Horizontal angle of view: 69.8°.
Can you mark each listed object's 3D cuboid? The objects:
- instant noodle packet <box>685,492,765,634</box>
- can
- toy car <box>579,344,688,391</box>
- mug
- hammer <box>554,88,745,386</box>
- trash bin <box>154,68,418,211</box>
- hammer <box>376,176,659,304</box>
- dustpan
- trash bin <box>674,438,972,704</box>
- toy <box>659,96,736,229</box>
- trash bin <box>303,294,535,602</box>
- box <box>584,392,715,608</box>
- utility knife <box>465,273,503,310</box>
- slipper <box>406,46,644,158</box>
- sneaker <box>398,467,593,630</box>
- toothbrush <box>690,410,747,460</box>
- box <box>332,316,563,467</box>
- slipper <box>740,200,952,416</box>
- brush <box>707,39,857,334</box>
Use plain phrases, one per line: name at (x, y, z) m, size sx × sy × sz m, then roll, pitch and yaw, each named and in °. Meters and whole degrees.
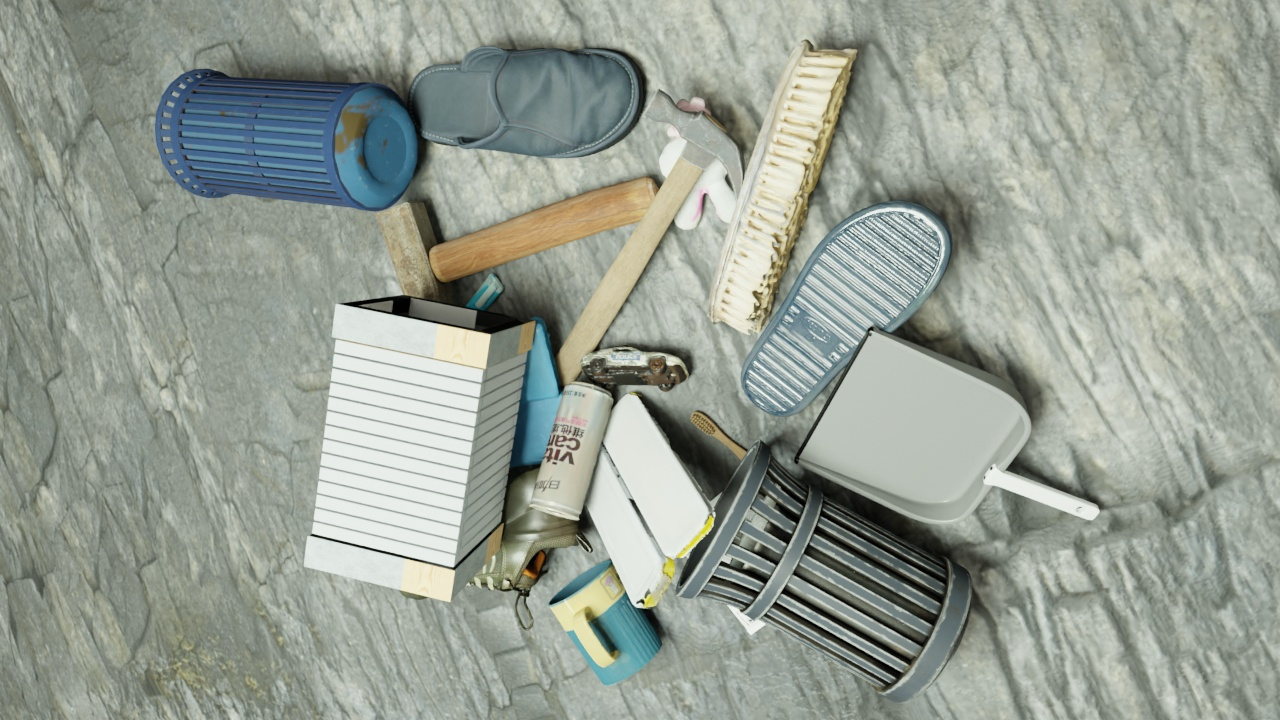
instant noodle packet at (0.102, 0.211, 0.955) m, size 0.087 × 0.026 × 0.134 m, roll -43°, pitch 84°, yaw 22°
can at (-0.070, 0.092, 0.947) m, size 0.054 × 0.054 × 0.135 m, roll 11°, pitch 74°, yaw 18°
toy car at (-0.006, 0.006, 0.948) m, size 0.113 × 0.048 × 0.040 m, roll 1°, pitch 61°, yaw 17°
mug at (-0.040, 0.285, 0.975) m, size 0.083 × 0.113 × 0.107 m, roll -32°, pitch 90°, yaw 9°
hammer at (-0.011, -0.096, 0.910) m, size 0.119 × 0.030 × 0.332 m, roll 30°, pitch 119°, yaw -7°
trash bin at (-0.368, -0.232, 0.973) m, size 0.250 × 0.139 × 0.139 m, roll 10°, pitch 103°, yaw 23°
hammer at (-0.117, -0.123, 0.955) m, size 0.301 × 0.037 × 0.158 m, roll -16°, pitch 96°, yaw 17°
dustpan at (0.291, 0.086, 0.831) m, size 0.257 × 0.033 × 0.164 m, roll 21°, pitch 125°, yaw -2°
trash bin at (0.171, 0.200, 0.850) m, size 0.227 × 0.164 × 0.164 m, roll 29°, pitch 109°, yaw 4°
toy at (0.057, -0.191, 0.887) m, size 0.076 × 0.037 × 0.125 m, roll -8°, pitch 111°, yaw 17°
trash bin at (-0.207, 0.075, 0.881) m, size 0.142 × 0.142 × 0.247 m, roll 11°, pitch 99°, yaw 8°
box at (-0.003, 0.133, 0.912) m, size 0.130 × 0.034 × 0.209 m, roll -56°, pitch 36°, yaw 18°
utility knife at (-0.193, -0.049, 1.021) m, size 0.022 × 0.015 × 0.117 m, roll 42°, pitch 112°, yaw -9°
slipper at (-0.131, -0.261, 0.922) m, size 0.266 × 0.083 × 0.109 m, roll 4°, pitch 99°, yaw 18°
sneaker at (-0.150, 0.228, 1.014) m, size 0.238 × 0.101 × 0.143 m, roll -34°, pitch 81°, yaw 16°
toothbrush at (0.117, 0.107, 0.936) m, size 0.167 × 0.016 × 0.016 m, roll 39°, pitch 112°, yaw 9°
box at (-0.195, 0.050, 0.992) m, size 0.232 × 0.033 × 0.175 m, roll -9°, pitch 115°, yaw 9°
slipper at (0.186, -0.052, 0.852) m, size 0.101 × 0.082 × 0.264 m, roll 40°, pitch 130°, yaw 5°
brush at (0.127, -0.155, 0.846) m, size 0.057 × 0.083 × 0.271 m, roll 22°, pitch 106°, yaw 16°
